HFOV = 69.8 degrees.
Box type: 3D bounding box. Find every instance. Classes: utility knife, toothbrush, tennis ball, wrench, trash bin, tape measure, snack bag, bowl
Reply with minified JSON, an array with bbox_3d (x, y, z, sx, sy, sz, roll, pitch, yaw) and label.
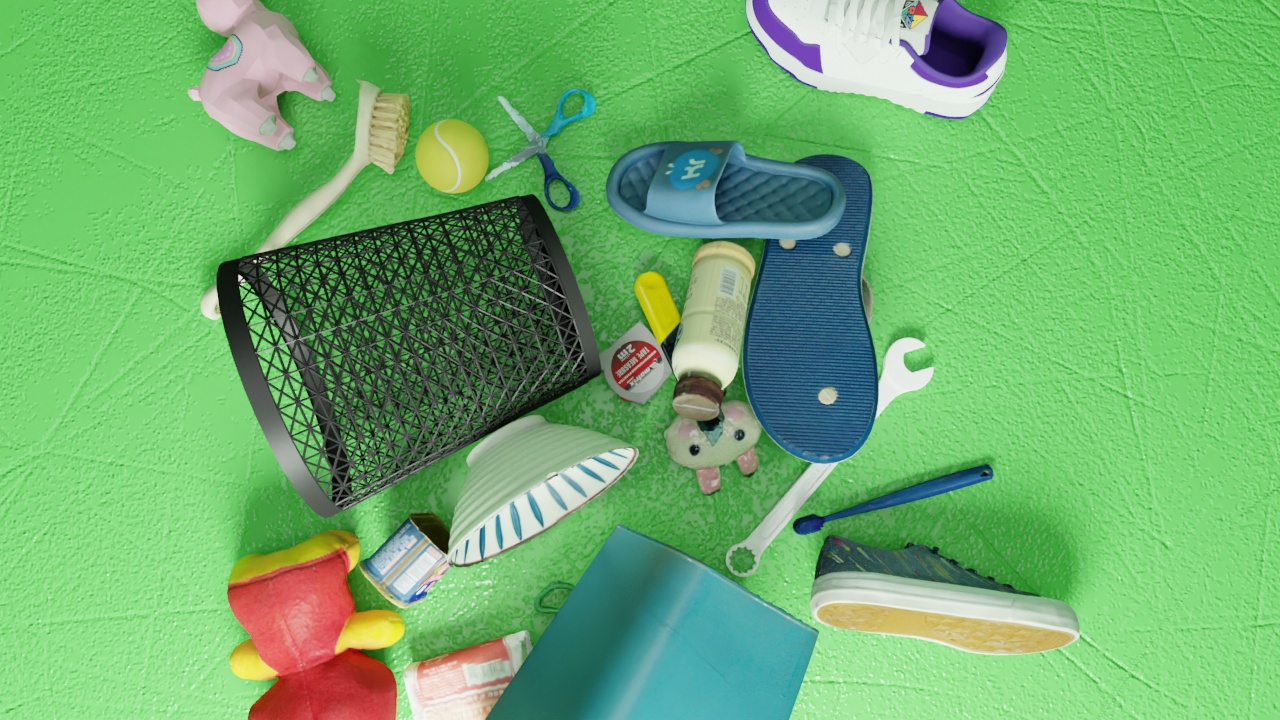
[{"bbox_3d":[0.036,-0.003,0.813,0.028,0.020,0.174,-18,67,-13],"label":"utility knife"},{"bbox_3d":[0.228,0.126,0.824,0.190,0.017,0.016,-15,90,-5],"label":"toothbrush"},{"bbox_3d":[-0.170,-0.184,0.828,0.065,0.065,0.065,0,85,-1],"label":"tennis ball"},{"bbox_3d":[0.172,0.088,0.835,0.047,0.009,0.273,41,86,3],"label":"wrench"},{"bbox_3d":[0.009,0.267,0.721,0.199,0.197,0.218,34,77,-22],"label":"trash bin"},{"bbox_3d":[-0.005,0.005,0.835,0.060,0.020,0.062,-41,87,-4],"label":"tape measure"},{"bbox_3d":[-0.143,0.289,0.801,0.116,0.036,0.077,-16,86,-2],"label":"snack bag"},{"bbox_3d":[-0.094,0.094,0.756,0.177,0.177,0.071,-32,74,-3],"label":"bowl"},{"bbox_3d":[-0.175,-0.020,0.751,0.243,0.217,0.217,-21,85,-9],"label":"trash bin"}]

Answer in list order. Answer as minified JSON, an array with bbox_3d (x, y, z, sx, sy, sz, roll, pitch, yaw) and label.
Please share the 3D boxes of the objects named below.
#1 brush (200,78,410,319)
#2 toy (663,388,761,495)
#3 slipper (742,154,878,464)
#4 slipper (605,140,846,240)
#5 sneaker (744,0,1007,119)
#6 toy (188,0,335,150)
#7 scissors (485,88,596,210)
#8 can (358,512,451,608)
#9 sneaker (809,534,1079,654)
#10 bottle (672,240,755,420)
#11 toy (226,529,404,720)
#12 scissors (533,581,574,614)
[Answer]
[{"bbox_3d":[-0.303,-0.141,0.834,0.077,0.062,0.272,41,90,7],"label":"brush"},{"bbox_3d":[0.064,0.063,0.820,0.087,0.050,0.112,-15,90,-2],"label":"toy"},{"bbox_3d":[0.155,-0.049,0.826,0.118,0.060,0.294,6,72,5],"label":"slipper"},{"bbox_3d":[0.075,-0.158,0.814,0.214,0.059,0.103,8,58,11],"label":"slipper"},{"bbox_3d":[0.213,-0.294,0.818,0.244,0.111,0.091,20,85,1],"label":"sneaker"},{"bbox_3d":[-0.359,-0.276,0.835,0.157,0.067,0.123,40,87,7],"label":"toy"},{"bbox_3d":[-0.089,-0.199,0.856,0.127,0.014,0.133,-31,87,-3],"label":"scissors"},{"bbox_3d":[-0.190,0.168,0.780,0.054,0.100,0.059,44,85,6],"label":"can"},{"bbox_3d":[0.264,0.198,0.797,0.235,0.088,0.079,10,53,-4],"label":"sneaker"},{"bbox_3d":[0.060,-0.026,0.788,0.056,0.057,0.161,14,57,1],"label":"bottle"},{"bbox_3d":[-0.277,0.259,0.776,0.147,0.098,0.216,-19,81,7],"label":"toy"},{"bbox_3d":[-0.035,0.240,0.819,0.125,0.011,0.127,10,87,0],"label":"scissors"}]
